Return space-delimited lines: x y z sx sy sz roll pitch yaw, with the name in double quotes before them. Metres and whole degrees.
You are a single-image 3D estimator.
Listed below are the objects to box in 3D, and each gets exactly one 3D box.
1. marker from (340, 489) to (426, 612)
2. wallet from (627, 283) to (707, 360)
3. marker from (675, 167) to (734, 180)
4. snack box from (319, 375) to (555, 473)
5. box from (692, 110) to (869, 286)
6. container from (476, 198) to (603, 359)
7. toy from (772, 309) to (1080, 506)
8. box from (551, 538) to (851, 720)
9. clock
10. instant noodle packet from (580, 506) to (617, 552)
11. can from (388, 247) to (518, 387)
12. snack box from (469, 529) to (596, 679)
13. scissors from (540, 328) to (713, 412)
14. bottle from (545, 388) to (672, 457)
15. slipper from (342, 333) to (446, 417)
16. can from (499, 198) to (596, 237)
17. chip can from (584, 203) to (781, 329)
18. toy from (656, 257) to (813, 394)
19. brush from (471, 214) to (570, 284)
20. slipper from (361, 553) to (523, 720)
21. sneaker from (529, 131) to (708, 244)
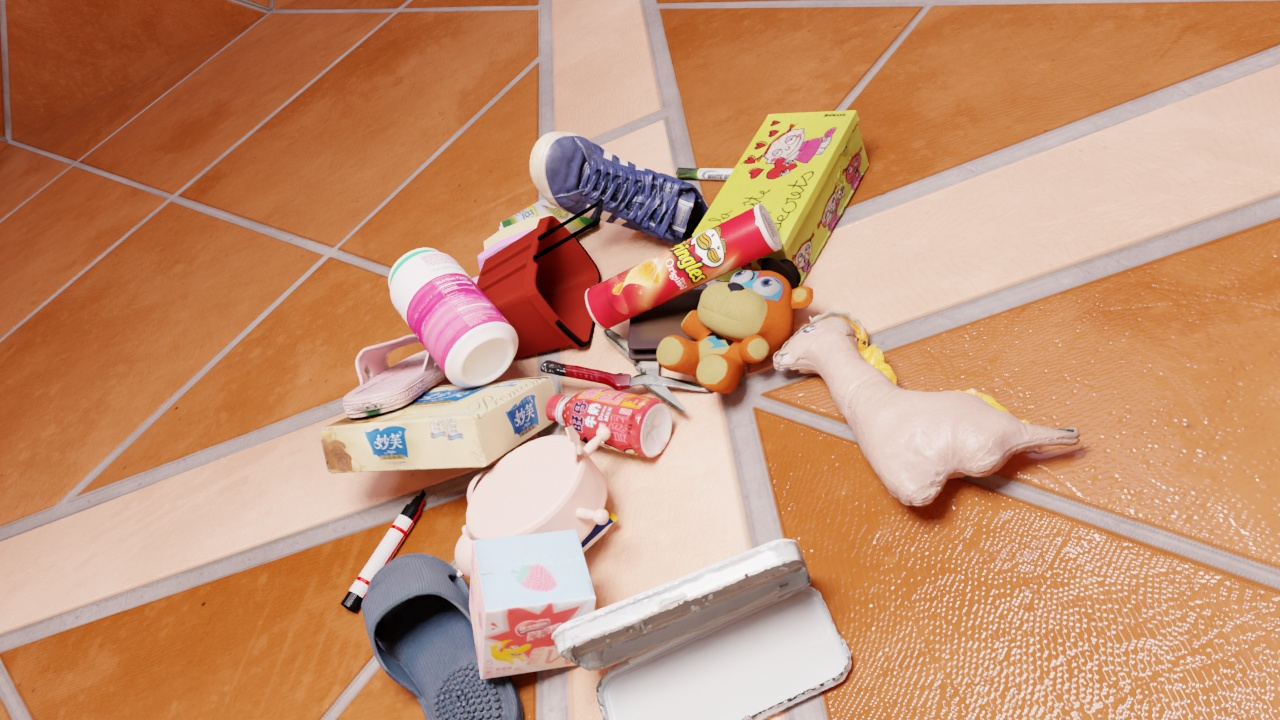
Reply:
"marker" -0.268 0.199 0.975 0.019 0.019 0.145 6 52 34
"wallet" 0.030 -0.047 1.031 0.091 0.018 0.115 -2 43 5
"marker" 0.109 -0.243 1.197 0.147 0.017 0.017 10 55 37
"snack box" -0.215 0.068 0.992 0.208 0.055 0.153 -5 13 27
"box" 0.166 -0.189 1.061 0.125 0.083 0.220 12 55 38
"container" -0.094 -0.096 1.086 0.201 0.127 0.147 -20 41 26
"toy" 0.238 0.025 0.827 0.196 0.065 0.264 -18 35 2
"box" 0.044 0.213 0.711 0.211 0.106 0.130 -28 44 3
"clock" -0.106 0.127 0.865 0.161 0.086 0.130 -31 29 19
"instant noodle packet" -0.093 0.179 0.886 0.134 0.026 0.087 -42 37 -13
"can" -0.211 -0.049 1.021 0.088 0.088 0.166 -38 58 -9
"snack box" -0.094 0.207 0.782 0.093 0.095 0.079 -3 38 -17
"scissors" -0.017 0.008 1.003 0.196 0.015 0.179 -2 30 3
"bottle" -0.039 0.060 0.947 0.138 0.062 0.061 8 54 37
"slipper" -0.281 0.006 1.062 0.094 0.064 0.239 -12 12 7
"can" -0.123 -0.183 1.236 0.121 0.067 0.067 -29 41 1
"chip can" 0.042 -0.097 0.980 0.215 0.052 0.051 -24 40 23
"toy" 0.103 -0.037 0.946 0.175 0.096 0.112 -38 41 -26
"brush" -0.190 -0.115 1.191 0.229 0.089 0.043 -20 37 12
"slipper" -0.192 0.249 0.833 0.101 0.082 0.263 -38 42 -12
"sneaker" -0.013 -0.193 1.088 0.118 0.232 0.091 28 97 36
